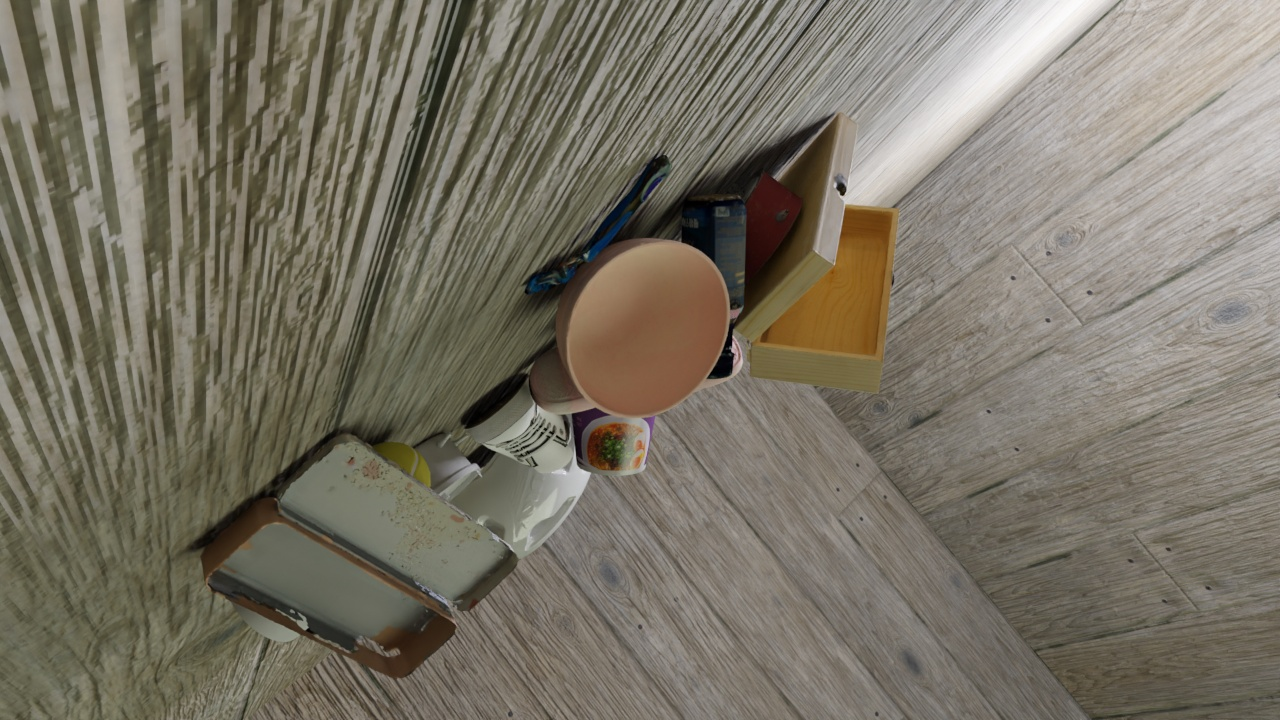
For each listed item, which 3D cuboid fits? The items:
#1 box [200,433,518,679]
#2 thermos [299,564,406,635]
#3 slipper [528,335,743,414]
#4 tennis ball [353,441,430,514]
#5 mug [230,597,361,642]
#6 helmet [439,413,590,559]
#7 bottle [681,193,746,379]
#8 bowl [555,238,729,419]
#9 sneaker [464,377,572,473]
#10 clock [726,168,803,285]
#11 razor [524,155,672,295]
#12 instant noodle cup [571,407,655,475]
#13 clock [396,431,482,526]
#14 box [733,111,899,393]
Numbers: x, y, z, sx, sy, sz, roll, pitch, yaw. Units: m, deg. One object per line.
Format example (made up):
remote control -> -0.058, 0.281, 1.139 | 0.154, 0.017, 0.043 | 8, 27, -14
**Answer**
box -> -0.207, 0.158, 0.716 | 0.151, 0.043, 0.216 | -39, 132, 4
thermos -> -0.358, 0.283, 1.111 | 0.106, 0.106, 0.218 | -39, 169, -3
slipper -> -0.006, 0.005, 0.945 | 0.221, 0.106, 0.056 | -13, 141, -7
tennis ball -> -0.207, 0.100, 0.760 | 0.065, 0.065, 0.065 | -39, 175, -5
mug -> -0.267, 0.185, 0.770 | 0.096, 0.119, 0.083 | -40, -170, 4
helmet -> -0.168, 0.153, 1.298 | 0.281, 0.184, 0.225 | -59, -175, -17
bottle -> 0.063, -0.064, 0.806 | 0.056, 0.161, 0.056 | 0, -165, 0
bowl -> -0.009, -0.035, 0.751 | 0.152, 0.153, 0.076 | -38, -144, -14
sneaker -> -0.123, 0.085, 1.032 | 0.091, 0.097, 0.245 | -39, 175, -4
clock -> 0.097, -0.133, 0.892 | 0.110, 0.062, 0.156 | -54, -173, 15
razor -> -0.027, -0.092, 0.649 | 0.141, 0.018, 0.043 | -42, 173, 26
instant noodle cup -> -0.031, 0.067, 1.075 | 0.122, 0.122, 0.137 | 1, -170, -9
clock -> -0.233, 0.139, 0.926 | 0.159, 0.061, 0.120 | -40, 175, -3
box -> 0.176, -0.105, 0.921 | 0.142, 0.184, 0.247 | -10, -142, 27
